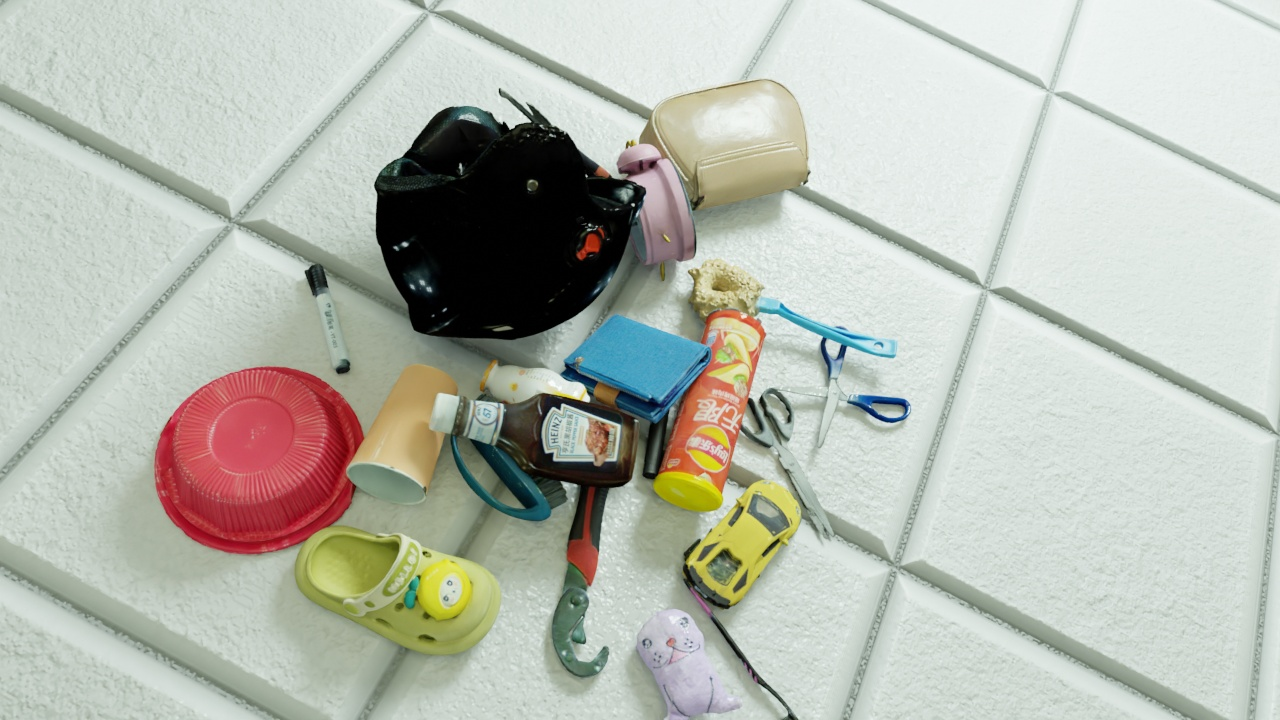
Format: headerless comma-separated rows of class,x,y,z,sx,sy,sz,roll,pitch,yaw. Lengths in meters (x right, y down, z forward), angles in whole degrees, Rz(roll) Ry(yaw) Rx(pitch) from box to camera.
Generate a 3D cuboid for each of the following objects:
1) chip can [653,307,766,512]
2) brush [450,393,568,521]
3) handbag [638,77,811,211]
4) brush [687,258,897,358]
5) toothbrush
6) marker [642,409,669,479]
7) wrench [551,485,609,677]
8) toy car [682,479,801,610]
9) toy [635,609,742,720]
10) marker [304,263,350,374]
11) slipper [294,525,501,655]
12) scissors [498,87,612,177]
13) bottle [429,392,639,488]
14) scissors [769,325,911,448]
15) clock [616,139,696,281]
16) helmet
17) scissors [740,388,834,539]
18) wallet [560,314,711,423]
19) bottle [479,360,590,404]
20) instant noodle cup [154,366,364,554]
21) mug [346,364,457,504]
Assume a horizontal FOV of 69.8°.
chip can,0.075,0.049,0.966,0.073,0.073,0.216,19,60,-2
brush,-0.138,0.101,0.901,0.073,0.055,0.144,-34,75,-27
handbag,0.104,-0.259,1.121,0.204,0.100,0.147,-15,75,-19
brush,0.171,-0.050,1.049,0.254,0.046,0.083,19,54,0
toothbrush,0.098,0.288,0.879,0.017,0.014,0.189,-36,74,-11
marker,0.021,0.063,0.976,0.022,0.020,0.131,21,60,-20
wrench,-0.049,0.171,0.907,0.056,0.016,0.272,9,62,-7
toy car,0.105,0.179,0.921,0.071,0.041,0.155,43,61,10
toy,0.035,0.286,0.852,0.083,0.039,0.108,-21,69,-9
marker,-0.328,-0.044,0.960,0.022,0.018,0.130,-18,67,-10
slipper,-0.220,0.200,0.821,0.190,0.082,0.091,18,63,1
scissors,-0.099,-0.248,1.021,0.195,0.215,0.015,32,91,-27
bottle,-0.100,0.069,0.870,0.194,0.044,0.079,14,68,-14
scissors,0.224,0.029,1.035,0.172,0.012,0.162,7,59,-13
clock,0.012,-0.181,1.048,0.060,0.117,0.158,-16,68,-7
helmet,-0.132,-0.134,0.931,0.274,0.230,0.233,0,20,-28
scissors,0.151,0.112,0.984,0.136,0.014,0.174,14,63,-6
wallet,-0.006,0.006,0.963,0.133,0.040,0.106,20,55,35
bottle,-0.108,0.037,0.937,0.108,0.063,0.063,24,61,1
instant noodle cup,-0.359,0.080,0.862,0.193,0.066,0.193,5,62,-10
mug,-0.224,0.069,0.893,0.078,0.078,0.122,18,56,-2
